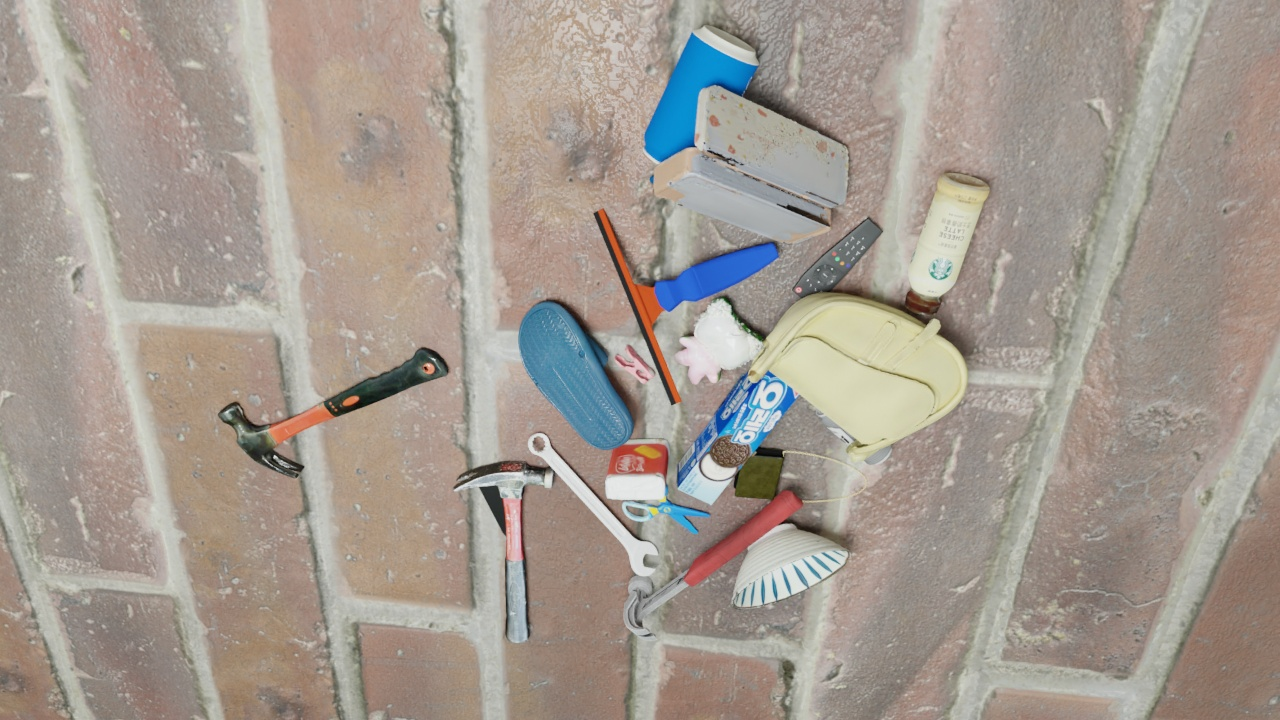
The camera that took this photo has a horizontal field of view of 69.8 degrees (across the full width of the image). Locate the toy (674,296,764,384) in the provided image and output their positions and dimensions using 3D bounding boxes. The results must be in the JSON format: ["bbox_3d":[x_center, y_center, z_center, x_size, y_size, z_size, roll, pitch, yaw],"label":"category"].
[{"bbox_3d":[0.094,-0.019,1.152,0.109,0.041,0.095,-39,94,17],"label":"toy"}]

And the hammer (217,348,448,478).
[{"bbox_3d":[-0.410,0.062,1.255,0.334,0.033,0.133,-23,112,16],"label":"hammer"}]

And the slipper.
[{"bbox_3d":[-0.083,0.021,1.186,0.104,0.059,0.214,-26,101,28],"label":"slipper"}]

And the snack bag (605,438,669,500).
[{"bbox_3d":[-0.002,0.142,1.209,0.077,0.115,0.036,-1,112,6],"label":"snack bag"}]

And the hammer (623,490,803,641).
[{"bbox_3d":[0.096,0.279,1.270,0.316,0.126,0.036,-40,108,21],"label":"hammer"}]

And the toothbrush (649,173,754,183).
[{"bbox_3d":[0.076,-0.213,1.066,0.132,0.016,0.021,-3,117,6],"label":"toothbrush"}]

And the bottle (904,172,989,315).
[{"bbox_3d":[0.348,-0.131,1.060,0.056,0.056,0.162,11,118,0],"label":"bottle"}]

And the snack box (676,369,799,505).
[{"bbox_3d":[0.127,0.088,1.199,0.059,0.059,0.227,28,116,-13],"label":"snack box"}]

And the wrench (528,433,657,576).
[{"bbox_3d":[-0.064,0.204,1.292,0.273,0.047,0.009,50,149,-17],"label":"wrench"}]

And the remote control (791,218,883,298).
[{"bbox_3d":[0.237,-0.119,1.104,0.039,0.010,0.125,37,115,-14],"label":"remote control"}]

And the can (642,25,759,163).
[{"bbox_3d":[0.064,-0.280,0.996,0.079,0.078,0.146,24,118,-7],"label":"can"}]

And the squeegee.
[{"bbox_3d":[0.076,-0.097,1.101,0.185,0.055,0.249,-22,88,6],"label":"squeegee"}]

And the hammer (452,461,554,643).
[{"bbox_3d":[-0.195,0.289,1.353,0.140,0.036,0.327,3,119,2],"label":"hammer"}]

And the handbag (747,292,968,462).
[{"bbox_3d":[0.264,0.009,1.098,0.233,0.088,0.191,36,95,-14],"label":"handbag"}]

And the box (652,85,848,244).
[{"bbox_3d":[0.122,-0.206,1.003,0.216,0.096,0.105,13,157,-35],"label":"box"}]

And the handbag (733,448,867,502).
[{"bbox_3d":[0.220,0.159,1.252,0.178,0.027,0.084,6,120,-3],"label":"handbag"}]

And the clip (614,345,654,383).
[{"bbox_3d":[-0.003,0.004,1.189,0.037,0.022,0.058,-39,113,20],"label":"clip"}]

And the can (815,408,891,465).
[{"bbox_3d":[0.278,0.090,1.193,0.106,0.043,0.044,41,114,-15],"label":"can"}]

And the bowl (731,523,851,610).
[{"bbox_3d":[0.195,0.274,1.268,0.177,0.070,0.178,-17,150,-10],"label":"bowl"}]

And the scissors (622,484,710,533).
[{"bbox_3d":[0.033,0.216,1.302,0.132,0.019,0.105,42,117,-15],"label":"scissors"}]
